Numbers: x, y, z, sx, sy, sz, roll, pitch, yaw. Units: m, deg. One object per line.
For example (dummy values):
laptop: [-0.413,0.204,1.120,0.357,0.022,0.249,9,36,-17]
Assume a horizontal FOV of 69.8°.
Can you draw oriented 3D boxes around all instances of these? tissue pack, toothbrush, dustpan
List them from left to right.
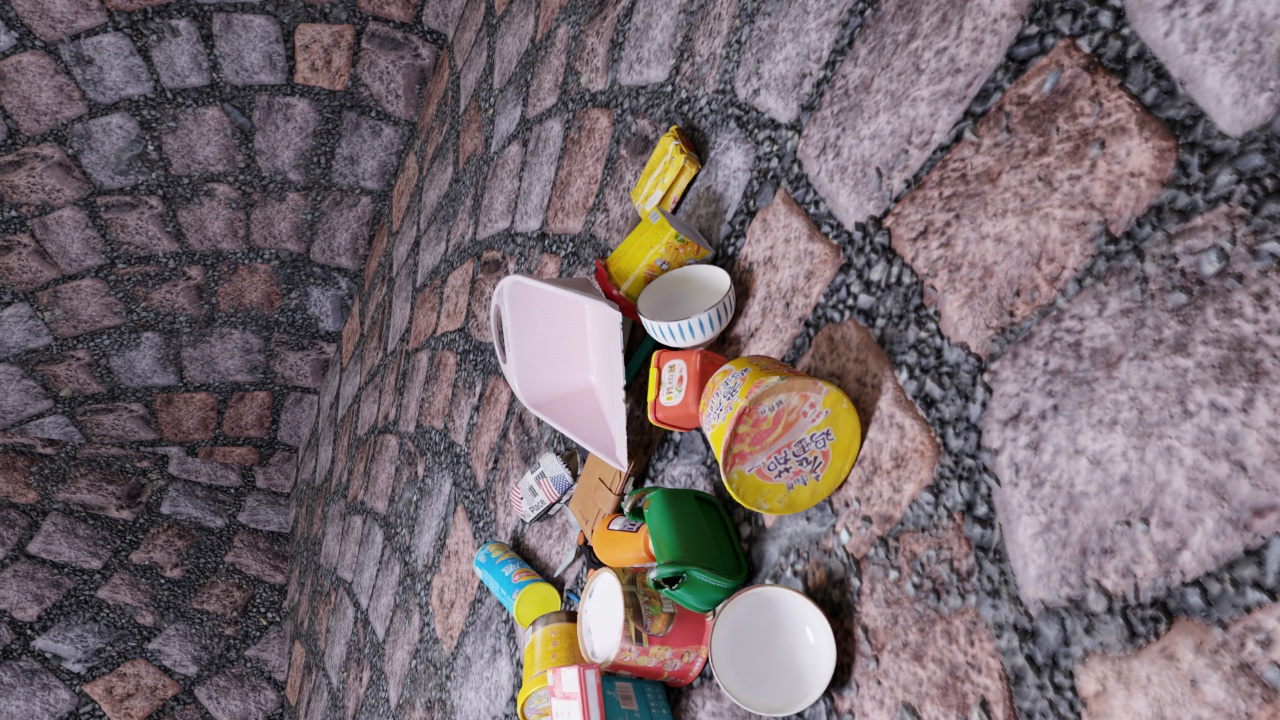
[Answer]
dustpan: [-0.112,0.003,1.181,0.273,0.138,0.223,-121,26,-65]
toothbrush: [-0.049,0.334,1.175,0.190,0.014,0.016,20,110,54]
tissue pack: [-0.006,0.411,1.002,0.050,0.093,0.133,-57,33,26]

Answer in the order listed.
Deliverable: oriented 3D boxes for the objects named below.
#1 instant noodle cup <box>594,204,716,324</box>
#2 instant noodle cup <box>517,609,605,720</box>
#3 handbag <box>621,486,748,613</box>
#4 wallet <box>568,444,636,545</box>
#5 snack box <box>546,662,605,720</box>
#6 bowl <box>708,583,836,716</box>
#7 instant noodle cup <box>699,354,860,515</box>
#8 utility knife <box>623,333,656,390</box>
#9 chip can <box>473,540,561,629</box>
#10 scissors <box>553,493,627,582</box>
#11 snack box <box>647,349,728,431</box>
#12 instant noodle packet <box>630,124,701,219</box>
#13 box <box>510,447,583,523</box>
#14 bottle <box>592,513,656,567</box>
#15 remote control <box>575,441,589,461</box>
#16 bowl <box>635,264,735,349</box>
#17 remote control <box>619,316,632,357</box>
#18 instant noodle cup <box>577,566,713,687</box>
instant noodle cup: [0.022,-0.119,1.167,0.124,0.116,0.116,-52,35,18]
instant noodle cup: [-0.098,0.391,1.163,0.119,0.118,0.114,-59,25,30]
handbag: [0.044,0.197,0.972,0.068,0.120,0.131,-52,34,29]
wallet: [-0.051,0.165,1.214,0.132,0.031,0.108,-68,29,16]
snack box: [-0.072,0.373,1.006,0.153,0.025,0.075,133,132,-64]
bowl: [0.122,0.263,0.840,0.062,0.113,0.113,46,-132,-70]
instant noodle cup: [0.124,0.061,0.879,0.109,0.138,0.138,-125,54,-65]
utility knife: [-0.007,0.007,1.256,0.167,0.013,0.029,-57,32,39]
chip can: [-0.191,0.339,1.398,0.210,0.071,0.071,15,92,63]
scissors: [-0.064,0.247,1.254,0.234,0.021,0.220,-59,32,29]
snack box: [0.059,0.033,1.064,0.080,0.082,0.091,-11,69,46]
instant noodle packet: [0.032,-0.245,1.260,0.129,0.044,0.110,-56,28,28]
box: [-0.146,0.190,1.366,0.164,0.082,0.075,-45,48,41]
bottle: [0.003,0.218,1.105,0.150,0.066,0.066,-12,67,52]
remote control: [-0.068,0.115,1.311,0.053,0.024,0.136,-65,33,23]
bowl: [0.059,-0.055,1.085,0.116,0.116,0.066,55,168,55]
remote control: [-0.045,0.010,1.300,0.058,0.021,0.150,167,119,-68]
instant noodle cup: [0.000,0.292,1.024,0.138,0.108,0.137,-33,51,53]
